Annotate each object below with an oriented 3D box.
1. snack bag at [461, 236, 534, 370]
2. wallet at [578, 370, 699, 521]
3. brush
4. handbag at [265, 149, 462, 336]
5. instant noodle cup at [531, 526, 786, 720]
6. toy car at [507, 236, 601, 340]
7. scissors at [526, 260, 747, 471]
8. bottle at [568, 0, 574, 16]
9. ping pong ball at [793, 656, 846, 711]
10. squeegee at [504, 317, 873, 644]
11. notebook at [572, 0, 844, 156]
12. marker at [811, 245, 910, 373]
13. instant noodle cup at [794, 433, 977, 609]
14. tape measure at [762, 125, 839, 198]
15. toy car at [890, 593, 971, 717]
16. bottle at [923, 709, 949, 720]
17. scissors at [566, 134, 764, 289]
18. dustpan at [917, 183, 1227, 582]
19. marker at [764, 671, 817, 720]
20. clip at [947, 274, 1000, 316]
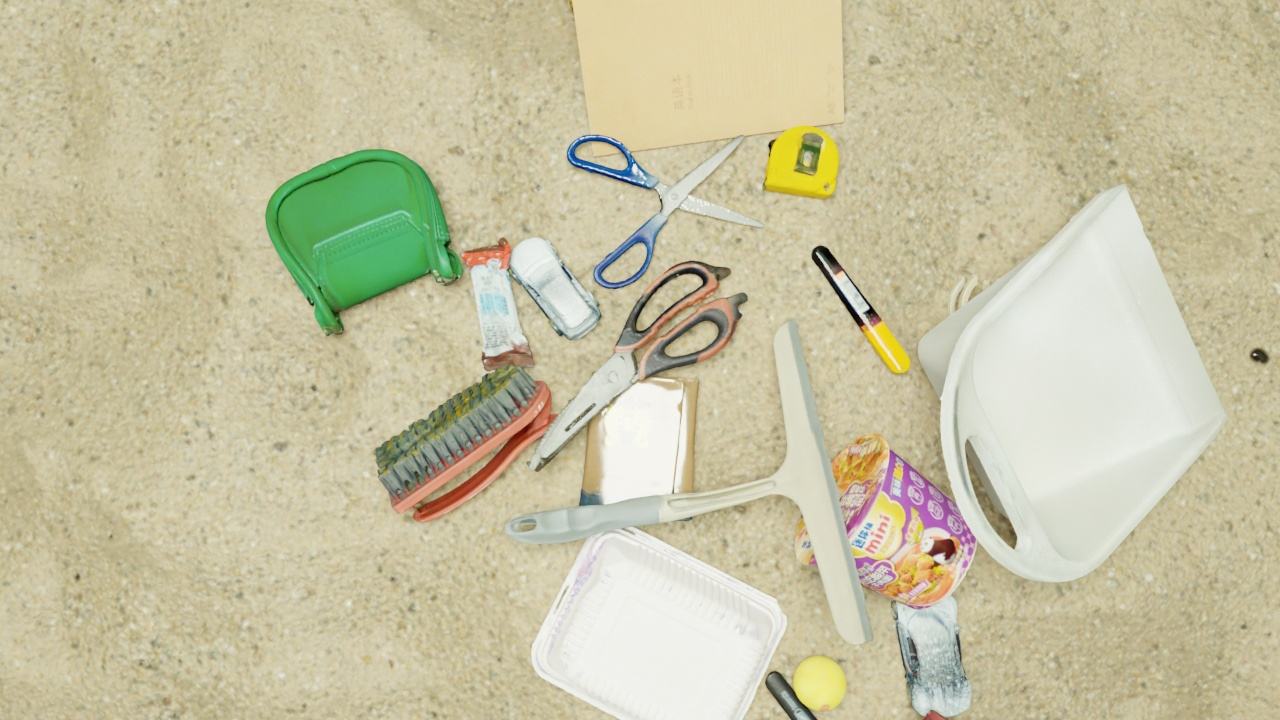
[{"bbox_3d":[-0.114,-0.043,0.728,0.045,0.026,0.105,-8,98,12],"label":"snack bag"},{"bbox_3d":[0.000,0.068,0.725,0.090,0.033,0.115,5,82,1],"label":"wallet"},{"bbox_3d":[-0.130,0.064,0.712,0.145,0.063,0.069,-35,117,-5],"label":"brush"},{"bbox_3d":[-0.214,-0.095,0.715,0.131,0.068,0.120,-24,87,-2],"label":"handbag"},{"bbox_3d":[0.014,0.216,0.699,0.173,0.060,0.138,27,86,3],"label":"instant noodle cup"},{"bbox_3d":[-0.070,-0.059,0.733,0.043,0.034,0.090,-38,85,-1],"label":"toy car"},{"bbox_3d":[0.001,0.014,0.709,0.177,0.015,0.210,7,69,3],"label":"scissors"},{"bbox_3d":[0.044,-0.327,0.739,0.218,0.065,0.065,-26,86,-3],"label":"bottle"},{"bbox_3d":[0.138,0.249,0.706,0.040,0.040,0.040,0,85,-1],"label":"ping pong ball"},{"bbox_3d":[0.021,0.108,0.682,0.247,0.039,0.246,-12,62,7],"label":"squeegee"},{"bbox_3d":[0.057,-0.250,0.728,0.211,0.012,0.150,-8,114,-2],"label":"notebook"},{"bbox_3d":[0.178,-0.042,0.744,0.018,0.015,0.124,-34,84,-5],"label":"marker"},{"bbox_3d":[0.187,0.127,0.688,0.099,0.111,0.111,32,86,-5],"label":"instant noodle cup"},{"bbox_3d":[0.132,-0.162,0.745,0.060,0.029,0.057,10,85,0],"label":"tape measure"},{"bbox_3d":[0.228,0.225,0.715,0.049,0.031,0.105,-10,85,-2],"label":"toy car"},{"bbox_3d":[0.186,0.343,0.676,0.057,0.057,0.175,34,84,2],"label":"bottle"},{"bbox_3d":[0.014,-0.128,0.745,0.176,0.012,0.162,27,89,-5],"label":"scissors"},{"bbox_3d":[0.319,0.030,0.660,0.258,0.142,0.223,-30,101,1],"label":"dustpan"},{"bbox_3d":[0.139,0.295,0.716,0.018,0.015,0.124,-38,85,-7],"label":"marker"},{"bbox_3d":[0.268,-0.018,0.734,0.076,0.035,0.100,7,90,-1],"label":"clip"}]
